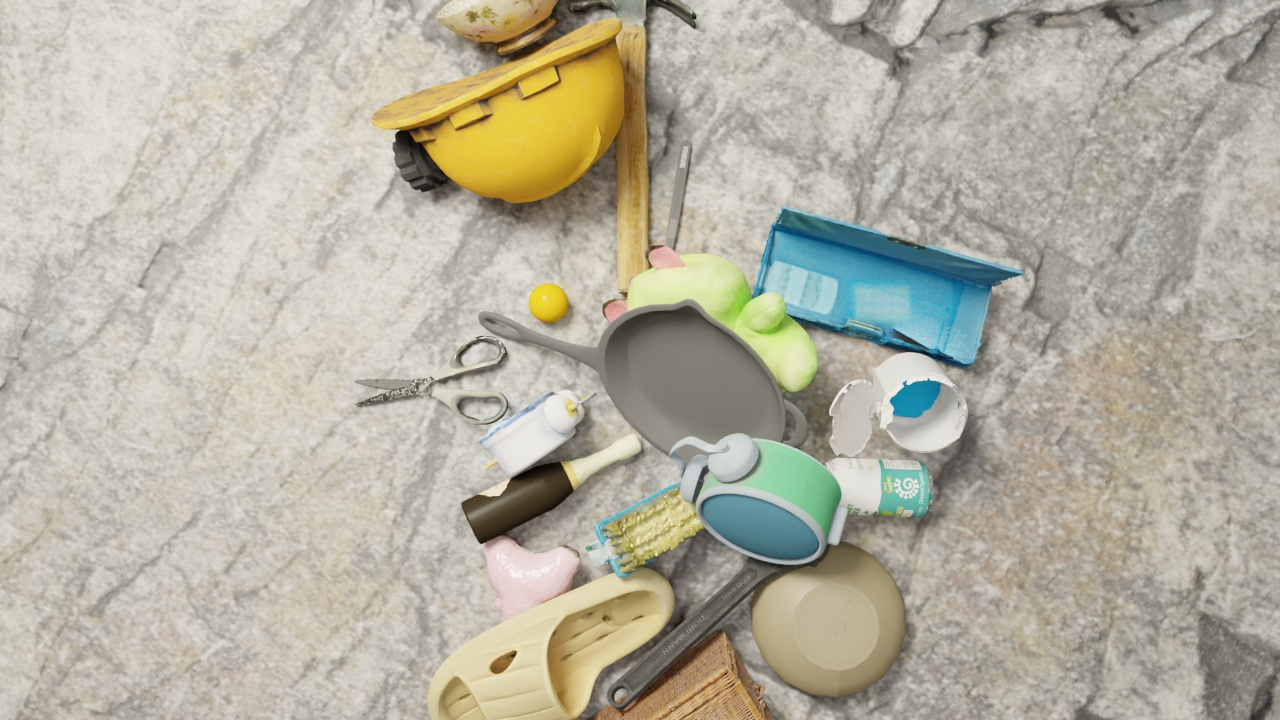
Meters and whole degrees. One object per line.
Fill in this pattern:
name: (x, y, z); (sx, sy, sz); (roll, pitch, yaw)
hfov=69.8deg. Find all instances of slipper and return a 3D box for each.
slipper: (-0.080, 0.287, 0.862); (0.261, 0.079, 0.111); (-30, 117, -4)

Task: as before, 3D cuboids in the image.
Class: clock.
clock: (-0.097, 0.063, 0.892); (0.125, 0.088, 0.052); (-33, 90, 6)
clock: (0.101, 0.116, 0.833); (0.161, 0.122, 0.075); (33, 56, -10)

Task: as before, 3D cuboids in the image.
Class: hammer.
hammer: (-0.007, -0.233, 0.945); (0.132, 0.033, 0.330); (-1, 86, 1)

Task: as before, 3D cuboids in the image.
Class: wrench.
wrench: (0.076, 0.235, 0.878); (0.273, 0.018, 0.073); (-40, 44, -8)

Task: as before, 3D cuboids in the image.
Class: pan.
pan: (-0.006, 0.005, 0.883); (0.355, 0.217, 0.024); (19, 46, 21)

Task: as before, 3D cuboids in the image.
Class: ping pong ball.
ping pong ball: (-0.093, -0.058, 0.927); (0.040, 0.040, 0.040); (0, 85, 2)

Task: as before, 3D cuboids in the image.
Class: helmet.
helmet: (-0.115, -0.221, 0.883); (0.256, 0.204, 0.131); (-12, 115, 24)

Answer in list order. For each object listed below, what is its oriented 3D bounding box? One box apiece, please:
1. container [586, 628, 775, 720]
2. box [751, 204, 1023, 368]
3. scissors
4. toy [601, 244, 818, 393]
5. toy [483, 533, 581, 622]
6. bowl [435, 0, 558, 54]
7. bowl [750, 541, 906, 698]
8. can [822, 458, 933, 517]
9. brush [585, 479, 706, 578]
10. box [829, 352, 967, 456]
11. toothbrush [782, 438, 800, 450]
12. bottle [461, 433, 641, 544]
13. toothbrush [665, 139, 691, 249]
container: (0.033, 0.361, 0.852); (0.198, 0.114, 0.112); (-34, 90, 1)
box: (0.230, -0.070, 0.881); (0.231, 0.112, 0.094); (17, 85, 3)
scissors: (-0.207, 0.018, 0.938); (0.165, 0.012, 0.150); (29, 81, 15)
toy: (0.074, -0.033, 0.884); (0.197, 0.151, 0.107); (45, 51, 6)
toy: (-0.111, 0.223, 0.898); (0.099, 0.052, 0.096); (8, 91, 12)
bowl: (-0.128, -0.355, 0.927); (0.145, 0.145, 0.063); (-29, 121, -1)
bowl: (0.184, 0.252, 0.886); (0.152, 0.050, 0.152); (0, 85, 2)
can: (0.228, 0.124, 0.893); (0.101, 0.055, 0.055); (2, 85, 2)
brush: (0.018, 0.158, 0.891); (0.135, 0.076, 0.055); (-23, 85, -32)
box: (0.231, 0.043, 0.853); (0.136, 0.146, 0.084); (7, 104, 3)
toothbrush: (0.074, 0.054, 0.921); (0.185, 0.022, 0.024); (28, 69, 3)
bottle: (-0.083, 0.120, 0.905); (0.184, 0.045, 0.045); (-25, 85, -12)
toothbrush: (0.035, -0.147, 0.945); (0.013, 0.013, 0.167); (9, 83, 3)
